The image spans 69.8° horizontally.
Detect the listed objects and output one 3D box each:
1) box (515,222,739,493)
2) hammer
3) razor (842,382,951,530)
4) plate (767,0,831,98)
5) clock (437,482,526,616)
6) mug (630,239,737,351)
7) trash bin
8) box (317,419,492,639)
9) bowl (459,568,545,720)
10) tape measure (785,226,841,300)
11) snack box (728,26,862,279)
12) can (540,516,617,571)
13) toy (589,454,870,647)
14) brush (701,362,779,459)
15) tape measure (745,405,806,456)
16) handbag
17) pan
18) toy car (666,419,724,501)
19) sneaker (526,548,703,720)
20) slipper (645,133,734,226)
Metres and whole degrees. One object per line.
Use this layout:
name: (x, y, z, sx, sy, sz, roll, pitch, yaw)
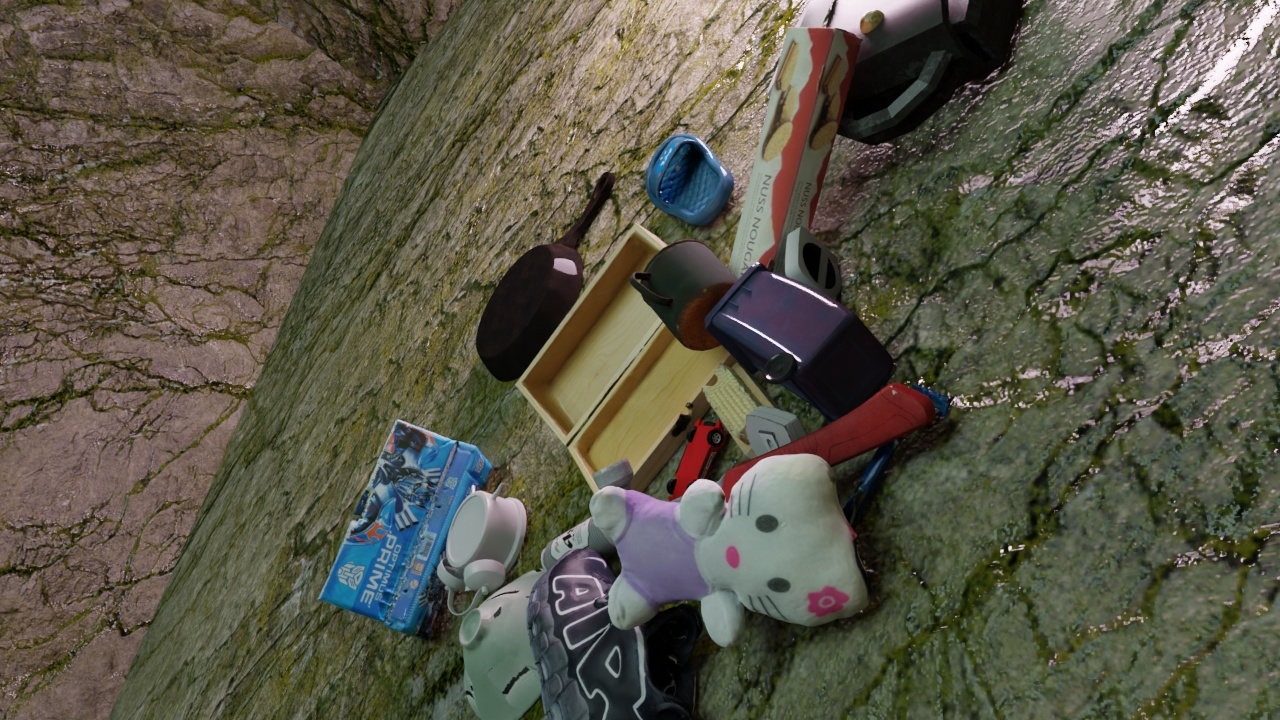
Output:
box: (-0.008, 0.005, 1.027, 0.247, 0.076, 0.257, -53, 39, 11)
hammer: (0.098, 0.098, 0.760, 0.317, 0.036, 0.126, -29, 85, 35)
razor: (0.189, 0.081, 0.714, 0.141, 0.018, 0.044, -58, 30, 1)
plate: (0.176, -0.351, 1.043, 0.173, 0.019, 0.173, -162, 96, -88)
clock: (-0.193, 0.232, 1.114, 0.120, 0.061, 0.159, -14, 57, 52)
mug: (0.044, -0.063, 0.897, 0.081, 0.110, 0.085, 54, 129, 41)
trash bin: (0.133, -0.014, 0.811, 0.092, 0.094, 0.161, -48, 32, -1)
box: (-0.274, 0.214, 1.153, 0.075, 0.167, 0.243, 0, 63, 41)
bowl: (-0.157, 0.298, 0.986, 0.175, 0.068, 0.173, -34, 38, 32)
tape measure: (0.163, -0.087, 0.862, 0.017, 0.064, 0.064, -30, 33, 40)
snack box: (0.143, -0.182, 0.896, 0.077, 0.044, 0.273, 35, 115, 56)
can: (-0.056, 0.191, 0.954, 0.107, 0.044, 0.043, -35, 37, 35)
toy: (0.069, 0.147, 0.710, 0.210, 0.085, 0.137, -11, 89, 26)
brush: (0.095, 0.044, 0.867, 0.049, 0.039, 0.117, -50, 32, 12)
tape measure: (0.118, 0.072, 0.789, 0.020, 0.062, 0.060, -31, 18, -28)
handbag: (0.246, -0.295, 0.884, 0.198, 0.102, 0.199, -12, 53, 52)
pan: (-0.143, -0.136, 1.380, 0.356, 0.043, 0.249, -60, 30, -3)
toy car: (0.055, 0.101, 0.888, 0.038, 0.025, 0.089, -1, 62, 56)
sneaker: (-0.013, 0.239, 0.806, 0.151, 0.097, 0.252, -41, 35, 18)
slipper: (0.052, -0.231, 1.163, 0.104, 0.059, 0.213, -53, 32, 14)
